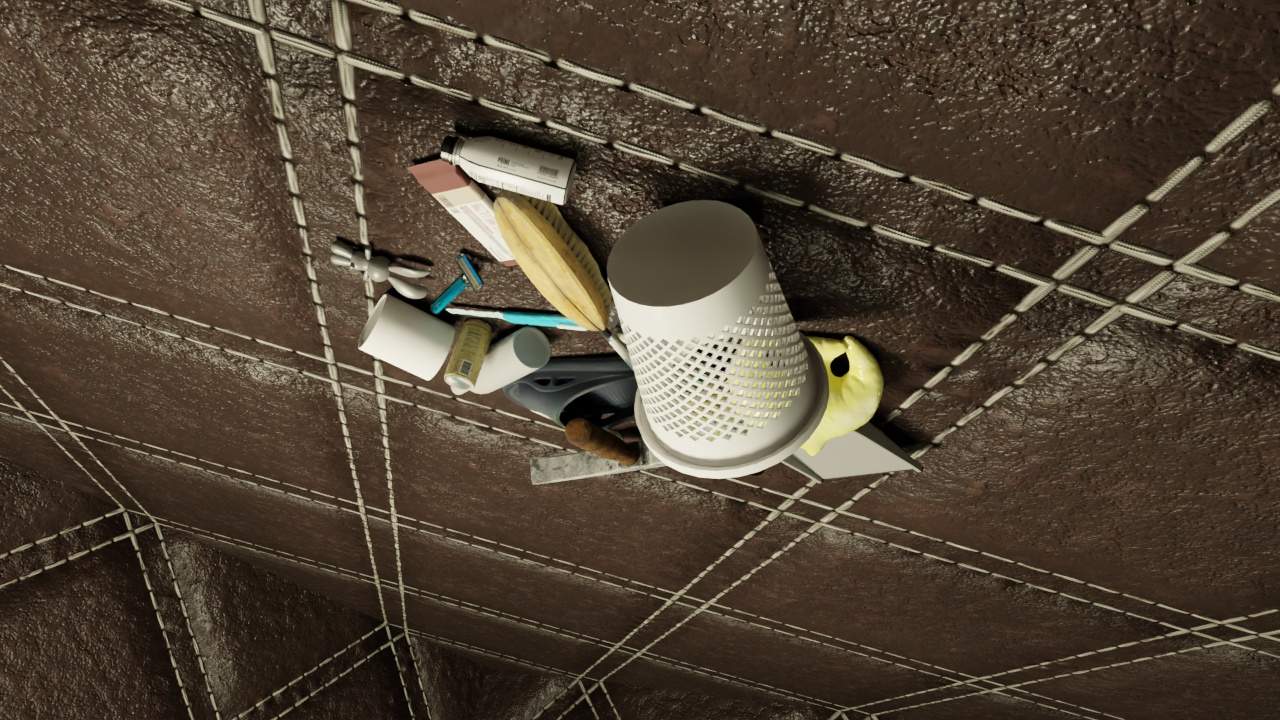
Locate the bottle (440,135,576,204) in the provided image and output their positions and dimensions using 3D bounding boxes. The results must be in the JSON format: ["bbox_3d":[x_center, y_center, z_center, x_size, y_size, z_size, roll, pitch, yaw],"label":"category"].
[{"bbox_3d":[-0.117,-0.171,0.803,0.116,0.041,0.041,15,152,-2],"label":"bottle"}]

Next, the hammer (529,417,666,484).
[{"bbox_3d":[-0.076,0.113,1.152,0.218,0.037,0.300,-10,167,10],"label":"hammer"}]

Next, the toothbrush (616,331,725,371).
[{"bbox_3d":[0.062,-0.002,1.056,0.189,0.016,0.017,19,142,-9],"label":"toothbrush"}]

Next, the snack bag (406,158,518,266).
[{"bbox_3d":[-0.157,-0.143,0.901,0.057,0.013,0.158,-3,147,34],"label":"snack bag"}]

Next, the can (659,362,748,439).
[{"bbox_3d":[0.078,0.063,1.055,0.067,0.067,0.121,-16,130,43],"label":"can"}]

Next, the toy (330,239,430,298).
[{"bbox_3d":[-0.291,-0.103,1.021,0.111,0.030,0.049,21,137,-2],"label":"toy"}]

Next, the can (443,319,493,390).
[{"bbox_3d":[-0.206,-0.008,1.101,0.038,0.079,0.038,11,152,6],"label":"can"}]

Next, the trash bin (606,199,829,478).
[{"bbox_3d":[0.062,-0.028,0.849,0.196,0.195,0.200,1,140,23],"label":"trash bin"}]

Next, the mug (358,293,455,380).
[{"bbox_3d":[-0.288,-0.030,1.122,0.090,0.073,0.110,28,175,-24],"label":"mug"}]

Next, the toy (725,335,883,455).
[{"bbox_3d":[0.176,0.036,1.001,0.170,0.064,0.155,4,122,11],"label":"toy"}]

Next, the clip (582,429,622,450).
[{"bbox_3d":[-0.059,0.118,1.317,0.052,0.057,0.102,26,163,35],"label":"clip"}]

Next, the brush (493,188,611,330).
[{"bbox_3d":[-0.082,-0.099,0.904,0.059,0.043,0.195,0,143,33],"label":"brush"}]

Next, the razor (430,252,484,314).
[{"bbox_3d":[-0.209,-0.081,1.035,0.042,0.022,0.144,59,147,-2],"label":"razor"}]

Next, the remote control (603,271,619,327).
[{"bbox_3d":[-0.024,-0.076,0.961,0.034,0.013,0.150,19,152,-8],"label":"remote control"}]

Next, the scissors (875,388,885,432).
[{"bbox_3d":[0.252,0.068,1.096,0.166,0.012,0.158,37,146,-29],"label":"scissors"}]

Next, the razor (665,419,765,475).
[{"bbox_3d":[0.100,0.103,1.203,0.151,0.054,0.067,23,178,-2],"label":"razor"}]

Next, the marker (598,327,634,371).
[{"bbox_3d":[-0.006,0.006,1.054,0.011,0.011,0.152,-21,116,48],"label":"marker"}]

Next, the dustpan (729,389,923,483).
[{"bbox_3d":[0.198,0.087,1.114,0.257,0.033,0.164,38,148,-26],"label":"dustpan"}]

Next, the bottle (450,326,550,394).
[{"bbox_3d":[-0.186,0.010,1.153,0.052,0.052,0.196,30,148,-27],"label":"bottle"}]

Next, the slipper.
[{"bbox_3d":[-0.059,0.054,1.145,0.269,0.083,0.110,-7,147,33],"label":"slipper"}]

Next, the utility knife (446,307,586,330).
[{"bbox_3d":[-0.144,-0.051,1.061,0.179,0.015,0.022,6,151,12],"label":"utility knife"}]
